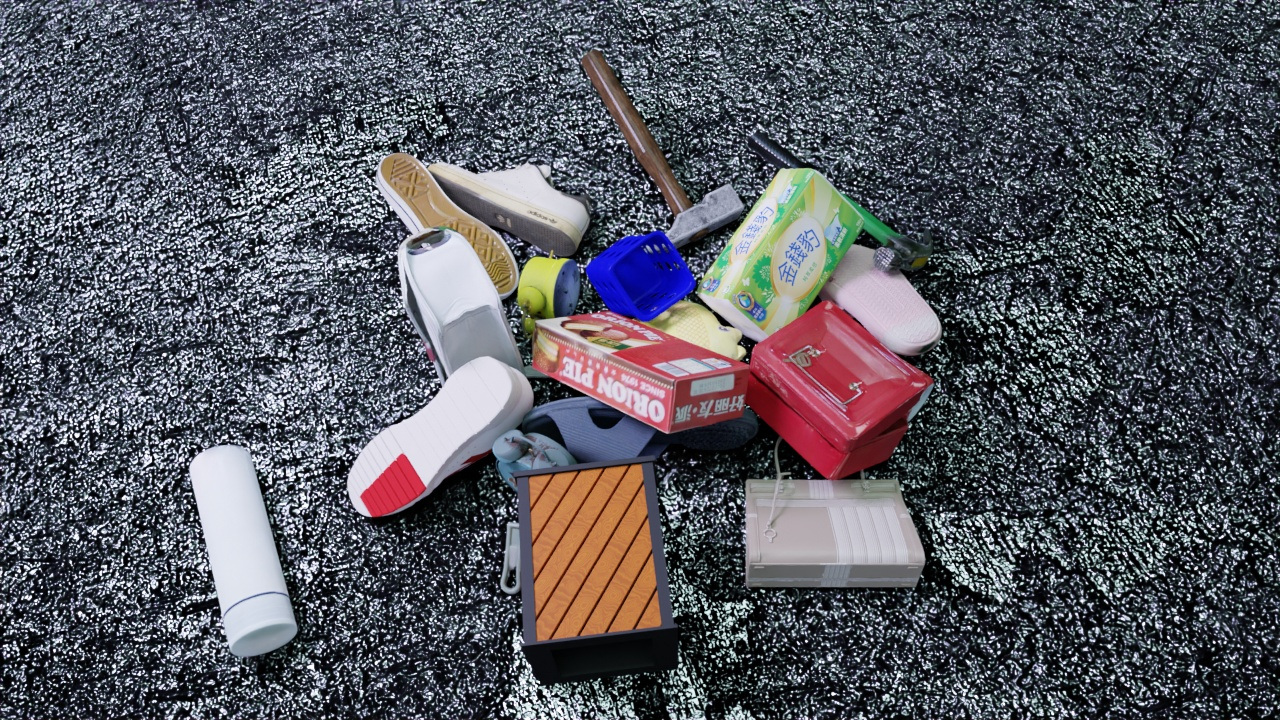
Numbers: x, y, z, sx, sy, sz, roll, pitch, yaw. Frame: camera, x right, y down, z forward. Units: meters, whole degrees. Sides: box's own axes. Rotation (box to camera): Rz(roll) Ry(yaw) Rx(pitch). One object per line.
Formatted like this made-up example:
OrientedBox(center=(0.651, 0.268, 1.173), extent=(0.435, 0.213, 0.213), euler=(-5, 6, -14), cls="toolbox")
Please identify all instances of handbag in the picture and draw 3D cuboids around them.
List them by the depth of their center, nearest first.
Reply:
OrientedBox(center=(0.200, 0.147, 1.004), extent=(0.176, 0.062, 0.197), euler=(-1, 49, 2), cls="handbag")
OrientedBox(center=(-0.209, -0.043, 1.053), extent=(0.096, 0.199, 0.142), euler=(-27, 59, -13), cls="handbag")

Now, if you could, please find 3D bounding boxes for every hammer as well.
OrientedBox(center=(0.256, -0.218, 1.220), extent=(0.130, 0.032, 0.319), euler=(-12, 46, -39), cls="hammer")
OrientedBox(center=(-0.028, -0.273, 1.226), extent=(0.217, 0.037, 0.300), euler=(-28, 81, -15), cls="hammer")

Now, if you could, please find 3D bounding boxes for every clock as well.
OrientedBox(center=(-0.112, 0.113, 0.988), extent=(0.090, 0.124, 0.053), euler=(24, 59, 17), cls="clock")
OrientedBox(center=(-0.117, -0.079, 1.139), extent=(0.057, 0.083, 0.118), euler=(12, 55, 16), cls="clock")

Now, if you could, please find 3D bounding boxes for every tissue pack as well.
OrientedBox(center=(0.154, -0.130, 1.125), extent=(0.197, 0.120, 0.141), euler=(-49, 27, -8), cls="tissue pack")

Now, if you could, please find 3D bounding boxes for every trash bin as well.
OrientedBox(center=(-0.043, 0.210, 0.914), extent=(0.139, 0.140, 0.171), euler=(-7, 57, -1), cls="trash bin")

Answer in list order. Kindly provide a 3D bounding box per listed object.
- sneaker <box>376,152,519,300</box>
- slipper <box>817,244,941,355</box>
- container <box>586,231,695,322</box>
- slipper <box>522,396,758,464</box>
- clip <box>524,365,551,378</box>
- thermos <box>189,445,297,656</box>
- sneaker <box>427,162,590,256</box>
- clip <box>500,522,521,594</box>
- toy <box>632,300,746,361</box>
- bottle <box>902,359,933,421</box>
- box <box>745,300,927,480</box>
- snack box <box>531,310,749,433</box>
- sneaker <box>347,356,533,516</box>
OrientedBox(center=(-0.259, -0.161, 1.200), extent=(0.241, 0.088, 0.118), euler=(48, 56, 4), cls="sneaker")
OrientedBox(center=(0.282, -0.079, 1.133), extent=(0.106, 0.056, 0.221), euler=(-21, 47, -20), cls="slipper")
OrientedBox(center=(-0.004, -0.102, 1.115), extent=(0.085, 0.114, 0.084), euler=(-37, 106, -11), cls="container")
OrientedBox(center=(0.001, 0.096, 1.019), extent=(0.263, 0.101, 0.082), euler=(1, 64, -4), cls="slipper")
OrientedBox(center=(-0.093, -0.002, 1.130), extent=(0.102, 0.044, 0.054), euler=(2, 69, 3), cls="clip")
OrientedBox(center=(-0.428, 0.200, 0.985), extent=(0.068, 0.068, 0.230), euler=(-23, 58, -12), cls="thermos")
OrientedBox(center=(-0.172, -0.229, 1.234), extent=(0.241, 0.089, 0.102), euler=(25, 70, 13), cls="sneaker")
OrientedBox(center=(-0.135, 0.213, 0.985), extent=(0.023, 0.061, 0.075), euler=(4, 72, 7), cls="clip")
OrientedBox(center=(0.048, -0.008, 1.099), extent=(0.155, 0.065, 0.170), euler=(-14, 51, 10), cls="toy")
OrientedBox(center=(0.268, 0.011, 1.073), extent=(0.137, 0.062, 0.061), euler=(34, 65, 22), cls="bottle")
OrientedBox(center=(0.202, 0.045, 1.008), extent=(0.136, 0.127, 0.157), euler=(-27, 57, -26), cls="box")
OrientedBox(center=(-0.006, 0.006, 1.000), extent=(0.113, 0.060, 0.237), euler=(-10, 24, -41), cls="snack box")
OrientedBox(center=(-0.214, 0.095, 1.033), extent=(0.237, 0.104, 0.090), euler=(-43, 66, 9), cls="sneaker")
